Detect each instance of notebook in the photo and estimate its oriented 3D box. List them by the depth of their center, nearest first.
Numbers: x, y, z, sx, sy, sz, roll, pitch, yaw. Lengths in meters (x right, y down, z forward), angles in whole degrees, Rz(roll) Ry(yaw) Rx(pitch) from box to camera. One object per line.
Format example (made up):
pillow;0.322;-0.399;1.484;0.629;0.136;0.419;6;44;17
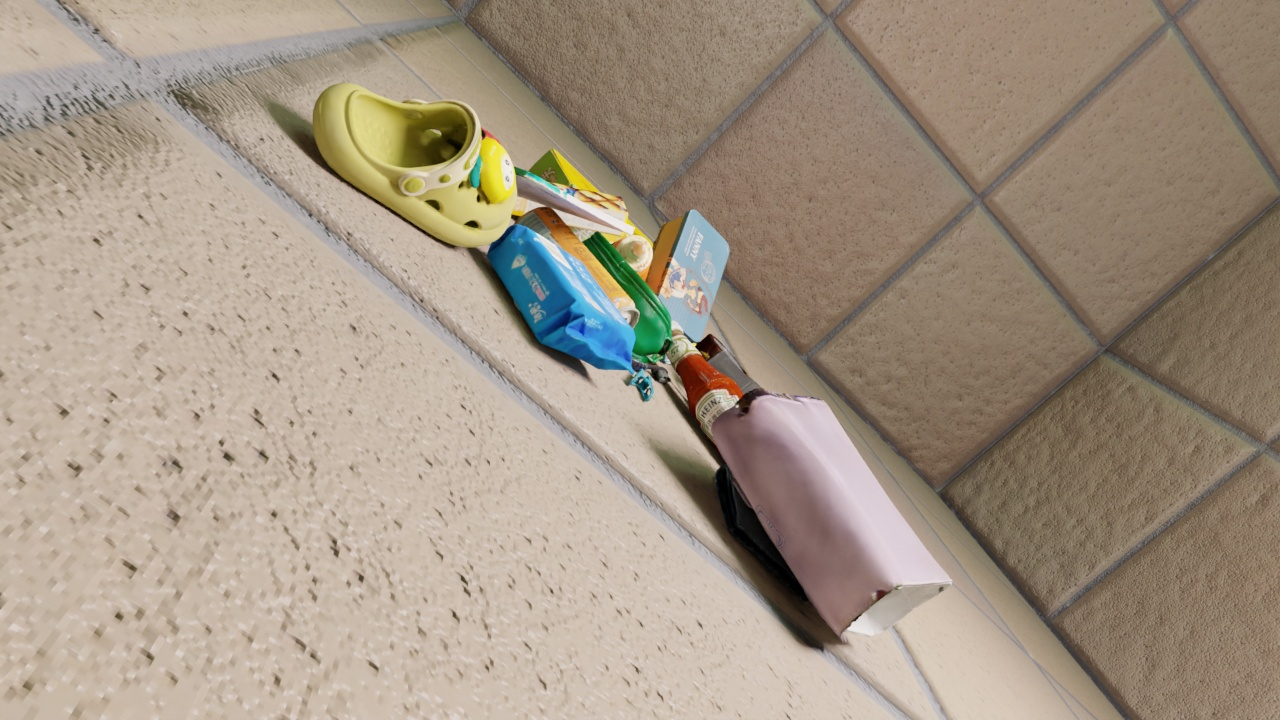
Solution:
notebook;-0.123;-0.172;0.878;0.209;0.012;0.150;26;3;39

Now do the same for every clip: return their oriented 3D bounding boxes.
clip;0.002;0.022;0.879;0.039;0.014;0.055;45;12;-7

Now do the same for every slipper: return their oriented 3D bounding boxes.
slipper;-0.153;-0.151;0.693;0.190;0.082;0.091;22;59;-52

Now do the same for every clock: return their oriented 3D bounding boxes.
clock;0.100;0.018;1.165;0.122;0.055;0.082;42;11;-28

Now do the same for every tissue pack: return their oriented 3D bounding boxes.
tissue pack;-0.067;-0.049;0.772;0.095;0.052;0.157;29;19;-51

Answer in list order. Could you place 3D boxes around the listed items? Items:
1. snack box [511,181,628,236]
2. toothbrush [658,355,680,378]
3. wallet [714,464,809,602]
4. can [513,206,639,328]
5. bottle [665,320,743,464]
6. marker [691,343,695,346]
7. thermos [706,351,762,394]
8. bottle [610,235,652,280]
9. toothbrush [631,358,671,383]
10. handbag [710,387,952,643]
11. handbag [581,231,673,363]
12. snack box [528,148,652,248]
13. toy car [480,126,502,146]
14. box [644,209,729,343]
snack box;-0.087;-0.181;1.065;0.140;0.034;0.086;8;21;-9
toothbrush;0.085;0.064;1.004;0.026;0.027;0.221;-10;53;-47
wallet;0.108;0.149;0.804;0.097;0.019;0.120;44;13;-13
can;-0.066;-0.080;0.877;0.146;0.058;0.058;50;11;21
bottle;0.073;0.034;0.971;0.059;0.060;0.206;33;19;-51
marker;0.095;0.016;1.273;0.124;0.015;0.018;55;15;29
thermos;0.151;0.099;1.053;0.242;0.069;0.089;46;27;11
bottle;-0.016;-0.113;1.062;0.067;0.066;0.150;45;-12;-4
toothbrush;-0.005;0.005;0.914;0.016;0.014;0.189;67;16;16
handbag;0.149;0.124;0.754;0.145;0.098;0.197;28;26;-57
handbag;-0.022;-0.063;0.954;0.131;0.068;0.120;49;5;22
snack box;-0.056;-0.171;1.224;0.210;0.070;0.157;39;13;-30
toy car;-0.196;-0.271;1.173;0.049;0.031;0.106;36;17;-40
box;0.052;-0.106;1.162;0.090;0.060;0.183;39;55;-31
